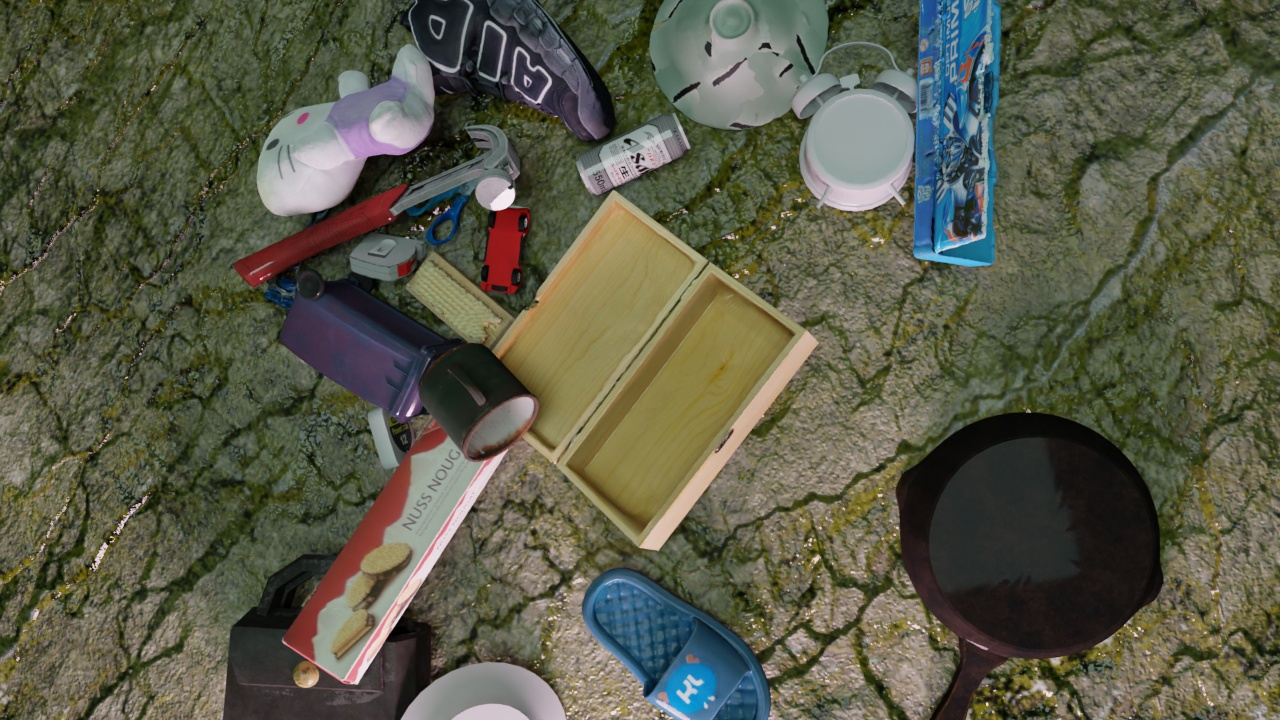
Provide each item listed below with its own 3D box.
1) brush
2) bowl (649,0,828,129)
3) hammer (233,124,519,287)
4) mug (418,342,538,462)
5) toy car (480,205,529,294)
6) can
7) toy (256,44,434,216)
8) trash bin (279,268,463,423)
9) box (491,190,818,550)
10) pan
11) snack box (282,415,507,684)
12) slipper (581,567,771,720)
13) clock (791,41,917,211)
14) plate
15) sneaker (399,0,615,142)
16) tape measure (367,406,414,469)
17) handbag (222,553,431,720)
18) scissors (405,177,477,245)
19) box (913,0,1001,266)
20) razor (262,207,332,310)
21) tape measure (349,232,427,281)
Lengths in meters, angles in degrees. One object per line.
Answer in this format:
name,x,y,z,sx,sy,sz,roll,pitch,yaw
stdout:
brush,-0.184,-0.058,0.923,0.117,0.039,0.049,40,97,8
bowl,0.089,-0.313,0.868,0.174,0.068,0.174,0,90,11
hammer,-0.266,-0.146,0.910,0.316,0.036,0.126,-21,42,12
mug,-0.154,0.031,0.845,0.084,0.111,0.081,-40,67,-12
toy car,-0.135,-0.113,0.922,0.038,0.025,0.089,8,91,9
can,-0.007,-0.201,0.893,0.107,0.044,0.044,-24,86,8
toy,-0.284,-0.217,0.889,0.210,0.085,0.137,-17,49,30
trash bin,-0.261,-0.017,0.908,0.161,0.093,0.092,30,103,10
box,-0.005,0.005,0.879,0.257,0.076,0.247,39,94,16
pan,0.332,0.222,0.835,0.249,0.043,0.356,22,93,9
snack box,-0.227,0.165,0.875,0.077,0.044,0.272,28,72,13
slipper,0.035,0.282,0.876,0.214,0.059,0.104,41,93,9
clock,0.202,-0.217,0.856,0.120,0.061,0.159,-1,85,8
plate,-0.151,0.379,0.883,0.172,0.019,0.173,-1,94,-19
sneaker,-0.145,-0.285,0.895,0.151,0.097,0.252,-41,83,12
tape measure,-0.247,0.075,0.920,0.017,0.064,0.065,-17,94,8
handbag,-0.308,0.291,0.907,0.197,0.102,0.199,0,89,9
scissors,-0.174,-0.171,0.938,0.134,0.016,0.073,-31,80,2
box,0.271,-0.211,0.795,0.075,0.166,0.243,1,89,22
razor,-0.351,-0.121,0.960,0.044,0.018,0.141,26,94,9
tape measure,-0.256,-0.106,0.925,0.060,0.062,0.020,11,127,9
